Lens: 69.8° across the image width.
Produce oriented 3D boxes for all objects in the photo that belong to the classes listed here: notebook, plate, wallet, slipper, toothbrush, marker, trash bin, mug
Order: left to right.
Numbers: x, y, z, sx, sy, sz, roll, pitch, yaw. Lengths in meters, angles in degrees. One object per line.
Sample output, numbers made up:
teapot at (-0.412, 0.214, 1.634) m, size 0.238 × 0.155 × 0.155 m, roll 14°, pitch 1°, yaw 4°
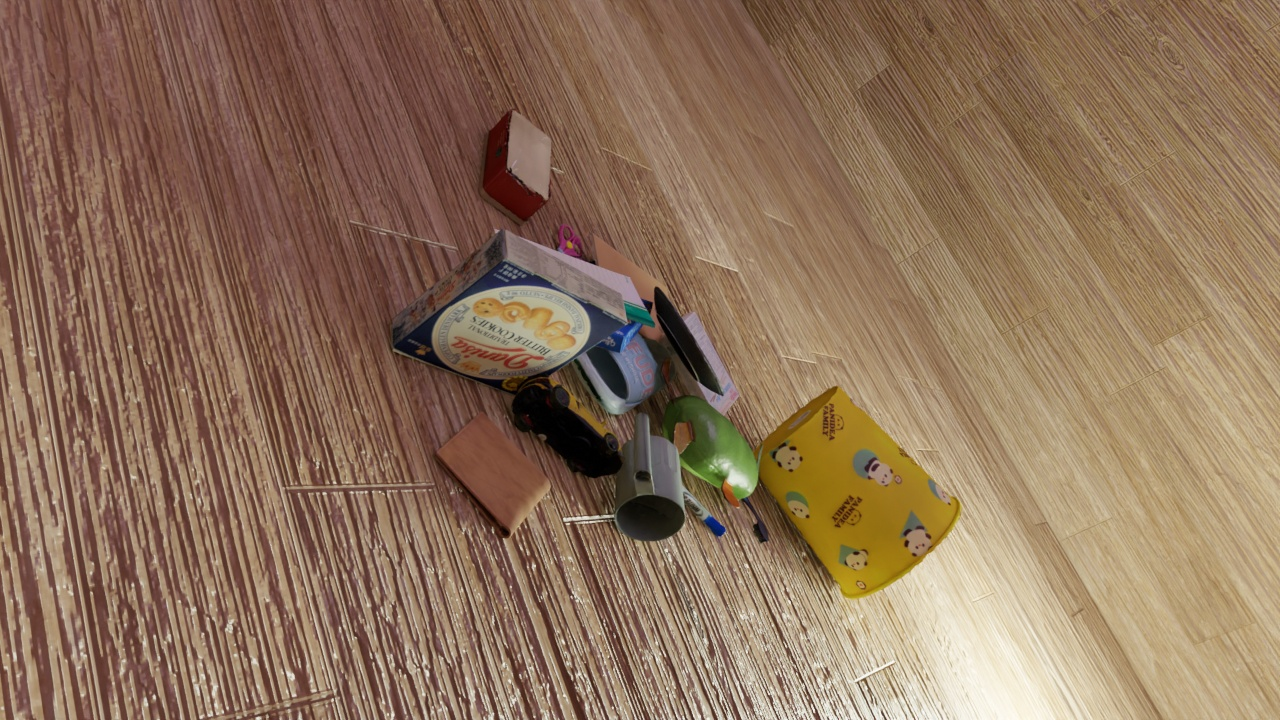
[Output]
wallet at (-0.153, 0.117, 0.960) m, size 0.115 × 0.020 × 0.101 m, roll 49°, pitch 28°, yaw -4°
notebook at (-0.089, -0.108, 1.202) m, size 0.209 × 0.012 × 0.150 m, roll 18°, pitch 22°, yaw -25°
slipper at (-0.007, 0.007, 1.253) m, size 0.104 × 0.074 × 0.244 m, roll 60°, pitch 26°, yaw 9°
notebook at (-0.003, -0.093, 1.406) m, size 0.207 × 0.008 × 0.147 m, roll 30°, pitch 40°, yaw -50°
mug at (0.008, 0.137, 1.095) m, size 0.103 × 0.084 × 0.124 m, roll -91°, pitch 174°, yaw -51°
plate at (0.060, -0.022, 1.274) m, size 0.179 × 0.024 × 0.179 m, roll 58°, pitch -1°, yaw 0°
marker at (0.062, 0.183, 1.226) m, size 0.146 × 0.017 × 0.016 m, roll 47°, pitch 28°, yaw -15°
toothbrush at (0.143, 0.185, 1.361) m, size 0.014 × 0.016 × 0.189 m, roll 0°, pitch 56°, yaw -47°
trash bin at (0.317, 0.193, 1.413) m, size 0.255 × 0.230 × 0.229 m, roll 49°, pitch 27°, yaw 2°

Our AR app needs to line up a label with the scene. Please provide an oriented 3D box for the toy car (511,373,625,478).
toy car at (-0.082, 0.079, 1.058) m, size 0.156 × 0.071 × 0.041 m, roll 44°, pitch 33°, yaw -24°

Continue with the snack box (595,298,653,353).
snack box at (-0.043, -0.057, 1.218) m, size 0.084 × 0.026 × 0.156 m, roll 17°, pitch 24°, yaw 8°

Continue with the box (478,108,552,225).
box at (-0.171, -0.284, 1.319) m, size 0.091 × 0.077 × 0.168 m, roll 34°, pitch 34°, yaw -32°

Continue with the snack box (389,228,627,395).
snack box at (-0.139, -0.042, 0.981) m, size 0.177 × 0.183 × 0.045 m, roll 25°, pitch 41°, yaw -44°

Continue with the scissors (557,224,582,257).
scissors at (-0.115, -0.153, 1.328) m, size 0.057 × 0.017 × 0.133 m, roll 55°, pitch 30°, yaw -19°

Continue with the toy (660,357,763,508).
toy at (0.093, 0.115, 1.259) m, size 0.246 × 0.090 × 0.226 m, roll 45°, pitch 19°, yaw -39°

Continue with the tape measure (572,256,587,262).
tape measure at (-0.091, -0.117, 1.299) m, size 0.058 × 0.039 × 0.056 m, roll 49°, pitch 31°, yaw 1°

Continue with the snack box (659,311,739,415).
snack box at (0.092, 0.011, 1.409) m, size 0.157 × 0.027 × 0.084 m, roll 61°, pitch 39°, yaw -13°

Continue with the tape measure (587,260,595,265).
tape measure at (-0.058, -0.122, 1.370) m, size 0.058 × 0.025 × 0.054 m, roll 65°, pitch 24°, yaw 3°
